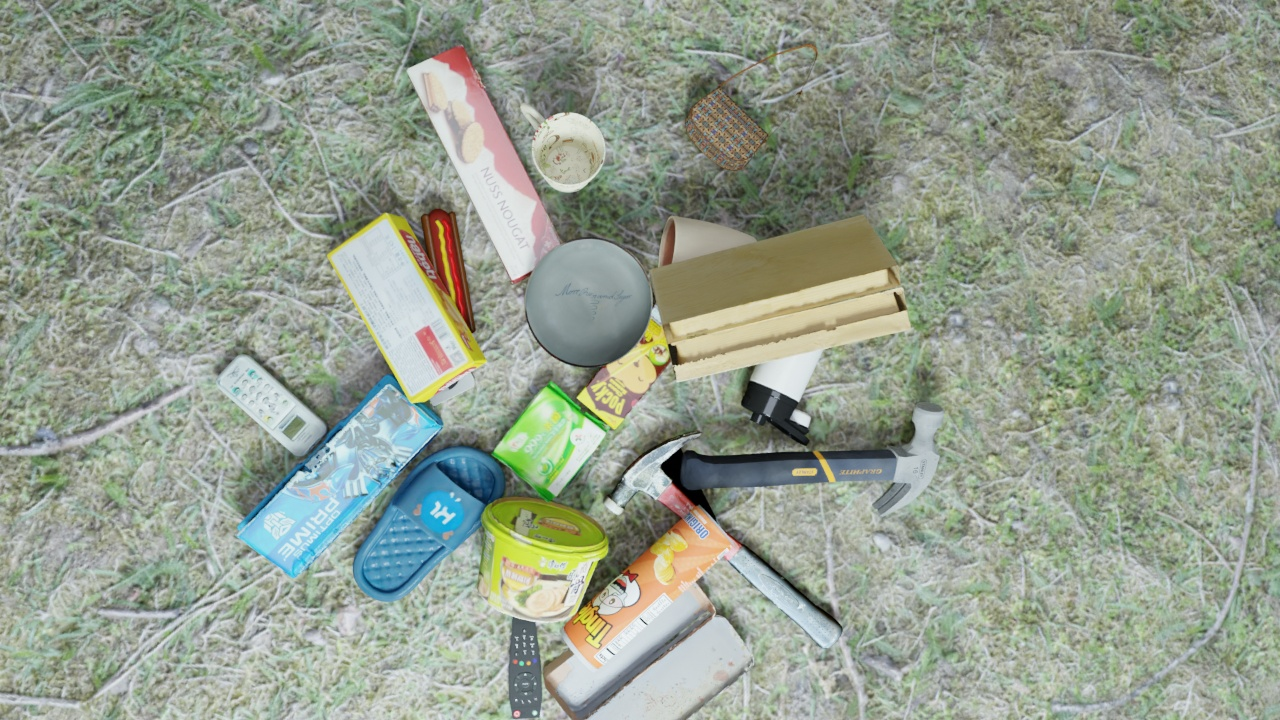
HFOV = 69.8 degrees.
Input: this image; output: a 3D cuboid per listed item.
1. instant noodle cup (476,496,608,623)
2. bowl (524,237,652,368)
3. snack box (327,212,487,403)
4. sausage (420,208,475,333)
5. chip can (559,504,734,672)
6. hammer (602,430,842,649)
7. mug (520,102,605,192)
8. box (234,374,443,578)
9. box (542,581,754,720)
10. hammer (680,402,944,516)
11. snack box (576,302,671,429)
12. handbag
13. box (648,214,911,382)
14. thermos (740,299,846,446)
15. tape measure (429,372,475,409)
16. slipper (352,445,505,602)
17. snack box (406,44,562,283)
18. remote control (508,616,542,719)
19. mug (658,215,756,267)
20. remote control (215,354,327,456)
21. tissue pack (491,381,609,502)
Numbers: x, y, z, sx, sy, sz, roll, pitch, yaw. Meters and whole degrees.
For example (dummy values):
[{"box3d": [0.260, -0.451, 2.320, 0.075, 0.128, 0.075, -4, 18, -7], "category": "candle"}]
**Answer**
[{"box3d": [-0.116, 0.224, 1.029, 0.146, 0.146, 0.098, 15, 99, -5], "category": "instant noodle cup"}, {"box3d": [-0.058, -0.070, 1.066, 0.151, 0.056, 0.151, 1, 103, 3], "category": "bowl"}, {"box3d": [-0.265, -0.059, 1.040, 0.092, 0.042, 0.200, -32, 85, 14], "category": "snack box"}, {"box3d": [-0.224, -0.100, 1.068, 0.040, 0.040, 0.155, -10, 90, -5], "category": "sausage"}, {"box3d": [0.008, 0.256, 1.037, 0.210, 0.062, 0.062, -41, 93, -6], "category": "chip can"}, {"box3d": [0.119, 0.222, 1.099, 0.326, 0.036, 0.140, 42, 88, -4], "category": "hammer"}, {"box3d": [-0.097, -0.246, 1.051, 0.081, 0.097, 0.122, -44, 93, -4], "category": "mug"}, {"box3d": [-0.341, 0.132, 1.043, 0.091, 0.066, 0.243, 44, 86, -4], "category": "box"}, {"box3d": [0.009, 0.362, 1.079, 0.216, 0.063, 0.157, -38, 78, -5], "category": "box"}, {"box3d": [0.200, 0.119, 1.073, 0.312, 0.035, 0.139, 0, 111, -13], "category": "hammer"}, {"box3d": [-0.006, 0.006, 1.093, 0.061, 0.025, 0.149, 40, 86, -3], "category": "snack box"}, {"box3d": [0.142, -0.317, 1.112, 0.093, 0.043, 0.195, 44, 78, 0], "category": "handbag"}, {"box3d": [0.145, -0.056, 0.988, 0.249, 0.140, 0.148, -14, 101, 3], "category": "box"}, {"box3d": [0.202, -0.022, 1.095, 0.101, 0.068, 0.230, 25, 88, -17], "category": "thermos"}, {"box3d": [-0.234, 0.017, 1.078, 0.064, 0.017, 0.065, -27, 92, -5], "category": "tape measure"}, {"box3d": [-0.249, 0.186, 1.055, 0.104, 0.059, 0.213, 43, 88, -1], "category": "slipper"}, {"box3d": [-0.178, -0.228, 1.071, 0.076, 0.044, 0.273, -26, 92, -5], "category": "snack box"}, {"box3d": [-0.137, 0.360, 1.086, 0.039, 0.010, 0.124, -1, 90, -5], "category": "remote control"}, {"box3d": [0.077, -0.108, 1.081, 0.104, 0.085, 0.112, 7, 117, -10], "category": "mug"}, {"box3d": [-0.424, 0.052, 1.058, 0.133, 0.022, 0.050, 43, 86, -4], "category": "remote control"}, {"box3d": [-0.105, 0.097, 1.081, 0.099, 0.034, 0.114, 39, 85, -2], "category": "tissue pack"}]
